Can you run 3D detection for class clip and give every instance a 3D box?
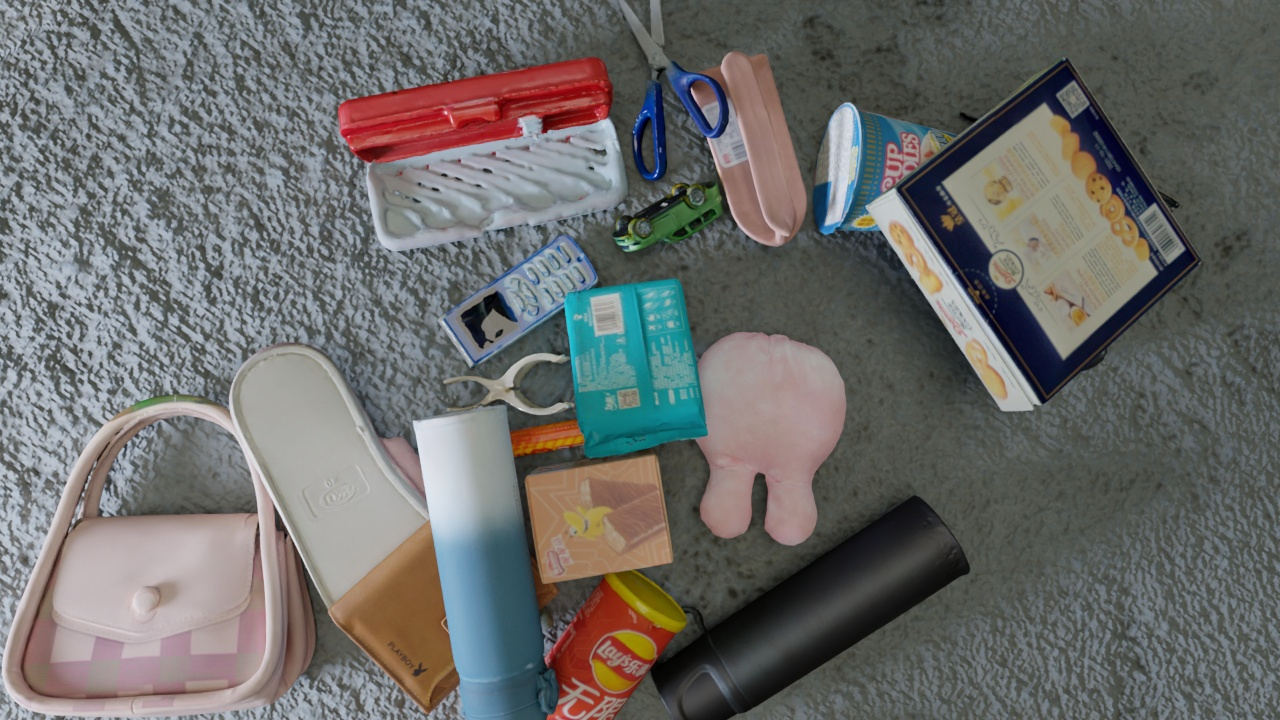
[{"bbox_3d":[-0.098,0.008,0.714,0.104,0.035,0.086,13,91,8],"label":"clip"}]

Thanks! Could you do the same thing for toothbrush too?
[{"bbox_3d":[0.341,-0.157,0.734,0.189,0.014,0.017,24,99,1],"label":"toothbrush"}]

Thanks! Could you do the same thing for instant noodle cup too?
[{"bbox_3d":[0.199,-0.139,0.696,0.110,0.099,0.099,5,87,-8],"label":"instant noodle cup"}]

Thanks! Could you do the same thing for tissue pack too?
[{"bbox_3d":[-0.004,0.004,0.684,0.093,0.050,0.133,-8,63,0],"label":"tissue pack"}]

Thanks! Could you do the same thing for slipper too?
[{"bbox_3d":[-0.211,0.111,0.691,0.114,0.054,0.274,-33,97,-11],"label":"slipper"}]

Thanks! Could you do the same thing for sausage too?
[{"bbox_3d":[-0.062,0.059,0.716,0.165,0.021,0.021,-10,87,-1],"label":"sausage"}]

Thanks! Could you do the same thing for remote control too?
[{"bbox_3d":[-0.094,-0.046,0.719,0.125,0.024,0.049,-34,88,-3],"label":"remote control"}]

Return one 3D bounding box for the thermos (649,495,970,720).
[{"bbox_3d":[0.119,0.185,0.692,0.242,0.068,0.090,-31,66,-1],"label":"thermos"}]

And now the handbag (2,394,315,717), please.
[{"bbox_3d":[-0.350,0.142,0.688,0.193,0.093,0.234,-2,80,-1],"label":"handbag"}]

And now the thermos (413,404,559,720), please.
[{"bbox_3d":[-0.104,0.141,0.626,0.070,0.070,0.220,-10,91,-1],"label":"thermos"}]

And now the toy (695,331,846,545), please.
[{"bbox_3d":[0.093,0.058,0.700,0.121,0.054,0.159,7,83,7],"label":"toy"}]

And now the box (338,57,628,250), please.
[{"bbox_3d":[-0.113,-0.153,0.689,0.201,0.095,0.100,-12,85,-2],"label":"box"}]

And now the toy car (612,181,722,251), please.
[{"bbox_3d":[0.022,-0.111,0.713,0.091,0.043,0.036,-28,110,-9],"label":"toy car"}]

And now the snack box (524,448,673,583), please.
[{"bbox_3d":[-0.029,0.112,0.678,0.094,0.093,0.077,-9,88,-2],"label":"snack box"}]

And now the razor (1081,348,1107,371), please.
[{"bbox_3d":[0.319,-0.071,0.715,0.067,0.062,0.167,-4,81,-31],"label":"razor"}]

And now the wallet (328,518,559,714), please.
[{"bbox_3d":[-0.136,0.178,0.669,0.130,0.035,0.119,-42,97,-9],"label":"wallet"}]

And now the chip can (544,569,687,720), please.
[{"bbox_3d":[-0.056,0.256,0.677,0.073,0.073,0.216,37,91,1],"label":"chip can"}]

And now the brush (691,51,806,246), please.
[{"bbox_3d":[0.087,-0.158,0.702,0.063,0.073,0.145,-17,89,-2],"label":"brush"}]

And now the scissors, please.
[{"bbox_3d":[0.014,-0.219,0.712,0.162,0.012,0.163,43,122,37],"label":"scissors"}]

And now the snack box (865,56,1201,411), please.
[{"bbox_3d":[0.279,-0.089,0.646,0.182,0.046,0.178,-37,95,-15],"label":"snack box"}]
